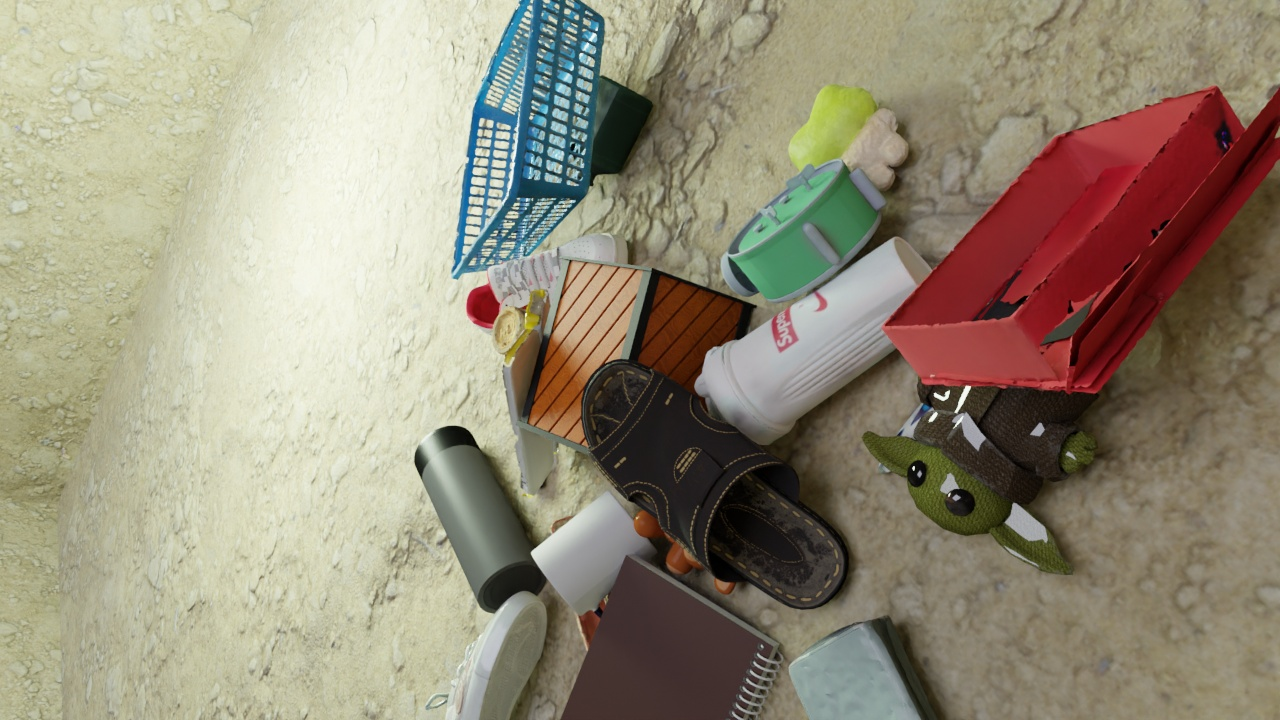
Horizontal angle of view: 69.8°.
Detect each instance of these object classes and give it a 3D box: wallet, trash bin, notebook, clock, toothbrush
[{"bbox_3d":[0.175,0.267,0.681,0.101,0.054,0.131,-48,49,40],"label":"wallet"},{"bbox_3d":[-0.005,0.005,0.888,0.140,0.139,0.172,15,90,49],"label":"trash bin"},{"bbox_3d":[0.019,0.309,0.828,0.172,0.022,0.209,26,99,30],"label":"notebook"},{"bbox_3d":[0.126,-0.109,0.794,0.121,0.075,0.162,-48,14,-24],"label":"clock"},{"bbox_3d":[0.237,0.012,0.709,0.016,0.017,0.189,47,113,44],"label":"toothbrush"}]

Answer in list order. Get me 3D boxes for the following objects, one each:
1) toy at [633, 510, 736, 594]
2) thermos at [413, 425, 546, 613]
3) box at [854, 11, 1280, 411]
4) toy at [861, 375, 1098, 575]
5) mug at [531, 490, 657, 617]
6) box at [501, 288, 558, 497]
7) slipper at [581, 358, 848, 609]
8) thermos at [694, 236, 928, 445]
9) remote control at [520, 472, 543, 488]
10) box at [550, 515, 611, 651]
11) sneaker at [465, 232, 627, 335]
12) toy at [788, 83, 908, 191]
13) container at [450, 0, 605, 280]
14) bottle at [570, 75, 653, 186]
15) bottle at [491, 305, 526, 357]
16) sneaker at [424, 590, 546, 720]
[{"bbox_3d":[0.059,0.161,0.832,0.128,0.065,0.095,33,96,42],"label":"toy"},{"bbox_3d":[-0.196,0.183,1.095,0.082,0.082,0.240,-58,44,19],"label":"thermos"},{"bbox_3d":[0.264,-0.074,0.567,0.164,0.153,0.214,35,74,30],"label":"box"},{"bbox_3d":[0.245,0.050,0.643,0.179,0.078,0.153,38,108,44],"label":"toy"},{"bbox_3d":[-0.034,0.201,0.896,0.097,0.079,0.112,-38,85,-8],"label":"mug"},{"bbox_3d":[-0.110,0.037,0.968,0.129,0.036,0.210,-73,-13,-46],"label":"box"},{"bbox_3d":[0.056,0.102,0.745,0.268,0.075,0.113,41,94,6],"label":"slipper"},{"bbox_3d":[0.145,-0.011,0.769,0.221,0.099,0.099,-38,53,29],"label":"thermos"},{"bbox_3d":[-0.125,0.085,1.094,0.032,0.015,0.136,-17,64,45],"label":"remote control"},{"bbox_3d":[-0.035,0.234,0.933,0.042,0.082,0.186,82,166,-55],"label":"box"},{"bbox_3d":[-0.123,-0.089,1.074,0.237,0.104,0.090,-21,64,43],"label":"sneaker"},{"bbox_3d":[0.184,-0.190,0.807,0.115,0.046,0.092,44,113,38],"label":"toy"},{"bbox_3d":[-0.136,-0.247,1.069,0.363,0.089,0.257,158,119,-68],"label":"container"},{"bbox_3d":[-0.045,-0.256,1.068,0.061,0.061,0.131,46,113,47],"label":"bottle"},{"bbox_3d":[-0.110,-0.023,1.040,0.056,0.105,0.056,-17,66,44],"label":"bottle"},{"bbox_3d":[-0.181,0.356,1.018,0.091,0.089,0.242,26,103,33],"label":"sneaker"}]
